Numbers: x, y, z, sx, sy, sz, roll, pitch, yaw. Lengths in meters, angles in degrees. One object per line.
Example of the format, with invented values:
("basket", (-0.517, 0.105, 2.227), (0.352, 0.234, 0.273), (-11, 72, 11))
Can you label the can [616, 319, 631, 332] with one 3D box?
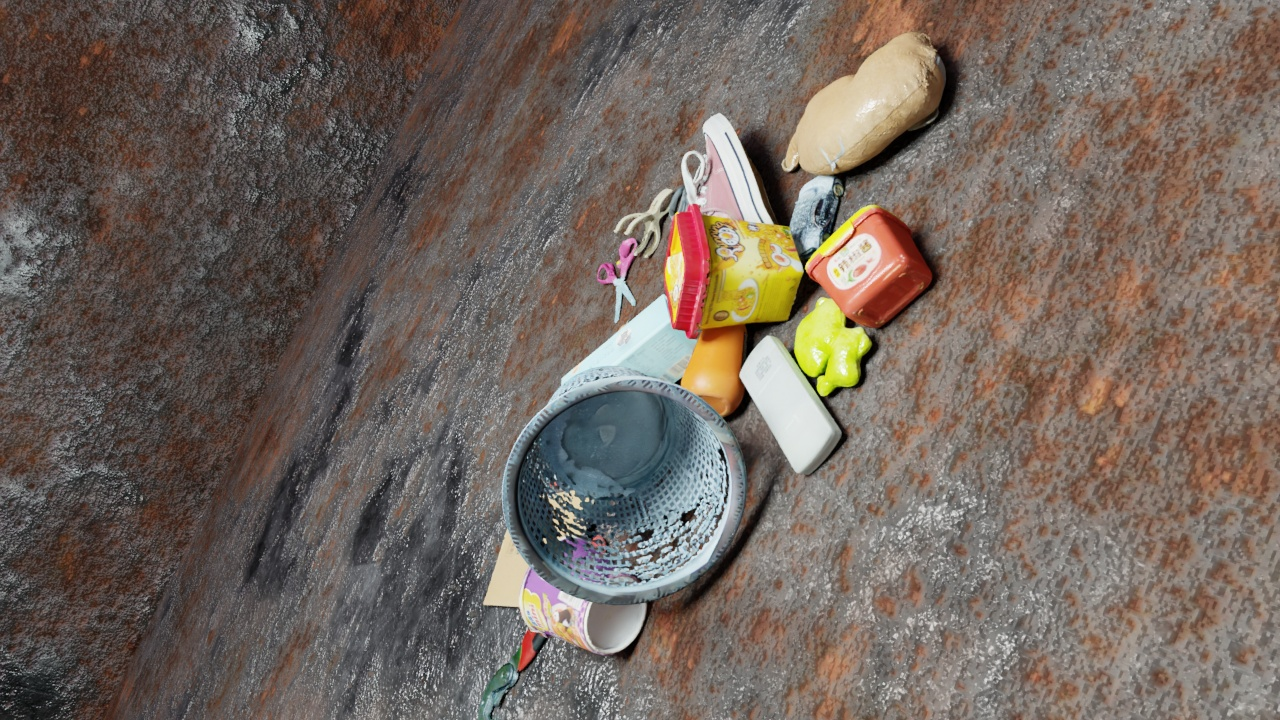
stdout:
("can", (-0.038, 0.020, 1.145), (0.146, 0.058, 0.058), (-50, 33, 19))

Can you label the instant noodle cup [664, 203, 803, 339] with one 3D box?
("instant noodle cup", (0.095, -0.091, 0.955), (0.116, 0.123, 0.116), (100, 168, -46))

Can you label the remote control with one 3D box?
("remote control", (0.142, 0.040, 0.885), (0.058, 0.021, 0.150), (-57, 36, 27))

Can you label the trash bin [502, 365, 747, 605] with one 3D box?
("trash bin", (-0.023, 0.099, 0.930), (0.227, 0.226, 0.195), (-56, 14, 10))

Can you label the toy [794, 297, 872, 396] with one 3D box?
("toy", (0.179, -0.014, 0.879), (0.100, 0.031, 0.096), (13, 82, 58))

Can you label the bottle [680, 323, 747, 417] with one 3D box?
("bottle", (0.087, -0.012, 0.990), (0.067, 0.066, 0.149), (-25, 39, 45))

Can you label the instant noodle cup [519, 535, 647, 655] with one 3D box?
("instant noodle cup", (-0.053, 0.250, 0.955), (0.099, 0.111, 0.111), (12, 76, 48))

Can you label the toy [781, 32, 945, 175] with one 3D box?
("toy", (0.217, -0.252, 0.970), (0.227, 0.082, 0.143), (-27, 26, 46))

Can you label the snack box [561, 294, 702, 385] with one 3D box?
("snack box", (-0.006, 0.006, 1.054), (0.175, 0.074, 0.051), (-39, 37, 23))

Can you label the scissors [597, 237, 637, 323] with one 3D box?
("scissors", (-0.034, -0.107, 1.281), (0.108, 0.017, 0.135), (-22, 53, 43))

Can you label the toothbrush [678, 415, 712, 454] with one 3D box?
("toothbrush", (0.043, 0.053, 1.040), (0.029, 0.020, 0.189), (-22, 34, -8))

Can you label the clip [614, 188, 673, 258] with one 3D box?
("clip", (0.004, -0.193, 1.242), (0.035, 0.095, 0.102), (23, 96, 53))

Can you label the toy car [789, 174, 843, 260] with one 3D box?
("toy car", (0.184, -0.156, 0.983), (0.049, 0.031, 0.105), (-7, 59, 51))

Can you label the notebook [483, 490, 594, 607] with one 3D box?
("notebook", (-0.128, 0.235, 1.140), (0.208, 0.008, 0.147), (-19, 50, 54))

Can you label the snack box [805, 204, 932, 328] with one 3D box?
("snack box", (0.214, -0.083, 0.844), (0.091, 0.082, 0.080), (-45, 48, 27))

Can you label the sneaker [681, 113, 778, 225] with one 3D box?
("sneaker", (0.098, -0.198, 1.078), (0.088, 0.118, 0.240), (-27, 48, 15))

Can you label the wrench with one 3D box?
("wrench", (-0.117, 0.317, 1.071), (0.273, 0.016, 0.056), (-58, 31, 7))

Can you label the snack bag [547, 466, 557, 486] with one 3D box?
("snack bag", (-0.082, 0.139, 1.149), (0.105, 0.026, 0.045), (-7, 58, 52))

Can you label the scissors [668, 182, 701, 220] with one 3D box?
("scissors", (0.047, -0.158, 1.207), (0.175, 0.014, 0.133), (-62, 32, 6))
